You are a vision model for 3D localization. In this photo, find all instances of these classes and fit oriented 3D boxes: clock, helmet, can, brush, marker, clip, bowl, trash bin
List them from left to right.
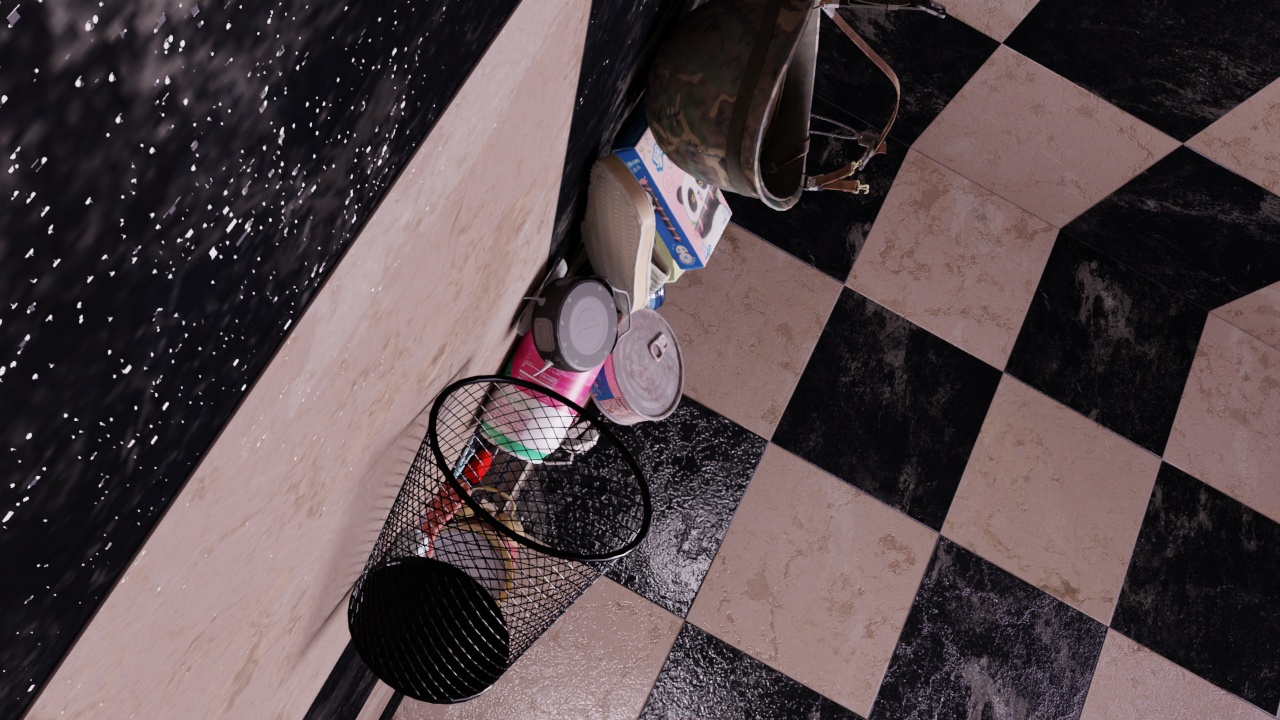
[{"bbox_3d":[-0.210,0.169,0.875,0.171,0.041,0.030,-63,164,-46],"label":"brush"},{"bbox_3d":[-0.198,0.222,1.085,0.081,0.117,0.159,-88,-159,-81],"label":"clock"},{"bbox_3d":[-0.124,0.150,0.727,0.211,0.184,0.183,-55,-177,27],"label":"trash bin"},{"bbox_3d":[-0.185,0.106,1.157,0.021,0.023,0.144,-16,-161,20],"label":"marker"},{"bbox_3d":[-0.184,0.141,1.240,0.115,0.059,0.115,-61,-179,1],"label":"bowl"},{"bbox_3d":[-0.094,-0.048,0.889,0.054,0.041,0.101,99,17,-52],"label":"clip"},{"bbox_3d":[-0.097,0.018,0.960,0.166,0.088,0.088,-61,180,3],"label":"can"},{"bbox_3d":[-0.100,0.056,1.057,0.065,0.115,0.155,-62,164,-68],"label":"clock"},{"bbox_3d":[-0.062,-0.036,0.876,0.122,0.044,0.091,-22,112,-48],"label":"clock"},{"bbox_3d":[-0.006,0.006,1.039,0.044,0.130,0.129,-12,-144,38],"label":"can"},{"bbox_3d":[0.130,-0.241,0.817,0.223,0.236,0.193,-50,150,-32],"label":"helmet"}]

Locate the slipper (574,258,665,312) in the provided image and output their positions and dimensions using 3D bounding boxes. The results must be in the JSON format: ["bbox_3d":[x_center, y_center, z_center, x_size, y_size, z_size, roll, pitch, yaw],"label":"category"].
[{"bbox_3d":[-0.044,-0.088,1.152,0.095,0.105,0.253,-22,-178,-17],"label":"slipper"}]

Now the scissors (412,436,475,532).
[{"bbox_3d":[-0.222,0.163,0.994,0.170,0.014,0.168,-67,-177,-50],"label":"scissors"}]

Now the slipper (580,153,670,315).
[{"bbox_3d":[-0.015,-0.120,0.897,0.054,0.114,0.273,-27,170,-9],"label":"slipper"}]

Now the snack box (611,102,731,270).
[{"bbox_3d":[0.035,-0.177,0.923,0.033,0.154,0.087,-4,-135,38],"label":"snack box"}]

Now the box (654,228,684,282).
[{"bbox_3d":[0.021,-0.157,1.039,0.048,0.140,0.187,-27,-176,10],"label":"box"}]
